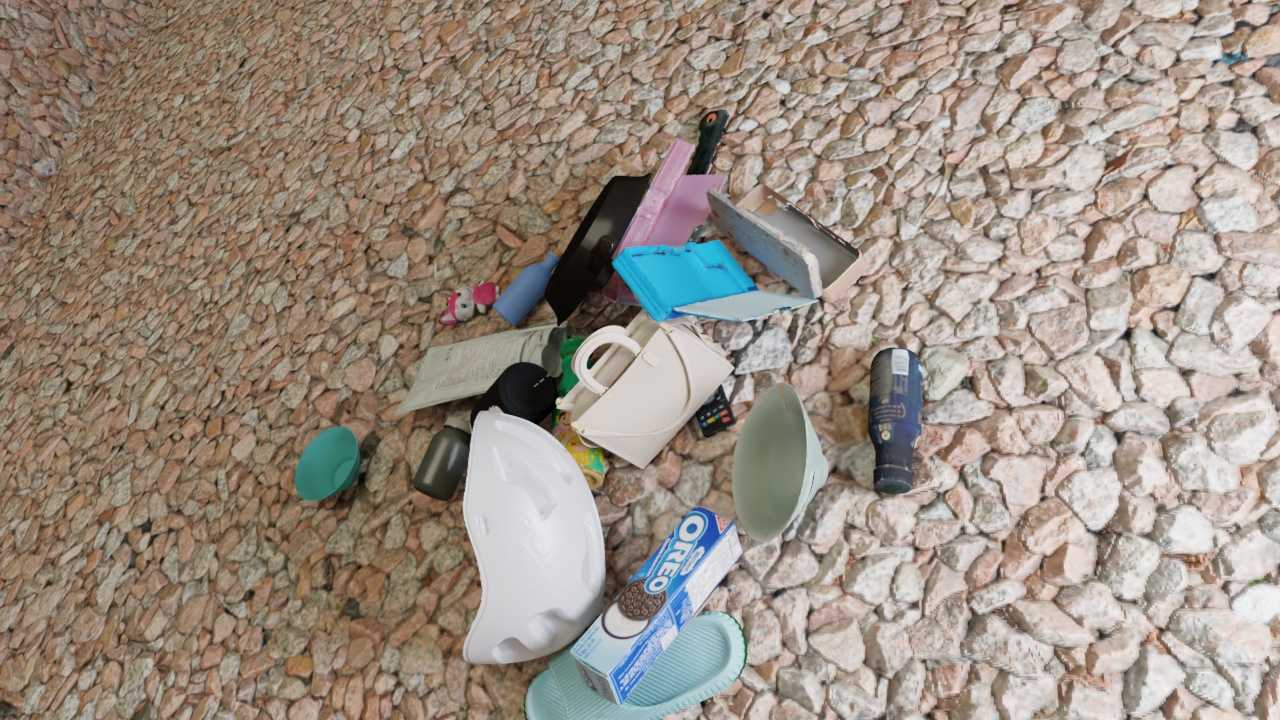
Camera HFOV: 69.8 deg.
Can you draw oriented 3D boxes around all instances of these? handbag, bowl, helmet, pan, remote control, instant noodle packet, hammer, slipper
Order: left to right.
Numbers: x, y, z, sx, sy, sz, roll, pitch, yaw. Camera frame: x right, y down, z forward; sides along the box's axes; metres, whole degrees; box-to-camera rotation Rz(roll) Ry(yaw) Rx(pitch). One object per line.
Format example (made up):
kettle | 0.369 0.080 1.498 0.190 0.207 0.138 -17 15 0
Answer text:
bowl | -0.461 0.164 1.392 0.121 0.046 0.121 -16 54 23
instant noodle packet | -0.234 0.012 1.348 0.270 0.057 0.146 -12 38 29
helmet | -0.139 0.192 1.045 0.183 0.224 0.282 -18 84 -7
pan | -0.063 -0.146 1.205 0.249 0.043 0.355 -58 11 10
slipper | -0.016 0.342 0.990 0.277 0.069 0.115 -26 54 15
handbag | -0.012 0.021 1.086 0.195 0.197 0.101 -48 51 9
hammer | 0.067 -0.230 1.328 0.133 0.033 0.332 1 62 34
remote control | 0.080 0.030 1.159 0.045 0.021 0.140 -32 53 21
bowl | 0.168 0.116 1.011 0.174 0.068 0.174 -168 91 -72

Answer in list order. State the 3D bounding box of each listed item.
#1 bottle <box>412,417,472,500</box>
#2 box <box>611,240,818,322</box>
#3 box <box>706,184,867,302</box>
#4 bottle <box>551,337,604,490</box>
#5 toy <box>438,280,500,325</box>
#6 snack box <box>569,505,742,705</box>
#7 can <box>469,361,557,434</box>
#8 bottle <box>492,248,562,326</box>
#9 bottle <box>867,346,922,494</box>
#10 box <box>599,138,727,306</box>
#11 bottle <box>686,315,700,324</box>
bottle | -0.271 0.137 1.282 0.060 0.060 0.108 6 65 34
box | 0.091 -0.078 1.091 0.174 0.242 0.064 33 114 22
box | 0.189 -0.162 1.180 0.107 0.095 0.216 -26 45 -18
bottle | -0.083 0.066 1.205 0.068 0.068 0.209 -18 53 21
toy | -0.273 -0.098 1.444 0.102 0.050 0.065 -19 48 15
snack box | 0.022 0.254 0.973 0.059 0.059 0.225 18 48 38
can | -0.170 0.063 1.212 0.146 0.080 0.080 -41 35 53
bottle | -0.163 -0.115 1.383 0.131 0.048 0.048 -49 49 -5
bottle | 0.275 0.064 0.991 0.056 0.056 0.160 -6 58 29
box | 0.038 -0.178 1.260 0.098 0.099 0.232 26 70 2
bottle | 0.061 -0.065 1.218 0.110 0.042 0.042 -48 48 -2
